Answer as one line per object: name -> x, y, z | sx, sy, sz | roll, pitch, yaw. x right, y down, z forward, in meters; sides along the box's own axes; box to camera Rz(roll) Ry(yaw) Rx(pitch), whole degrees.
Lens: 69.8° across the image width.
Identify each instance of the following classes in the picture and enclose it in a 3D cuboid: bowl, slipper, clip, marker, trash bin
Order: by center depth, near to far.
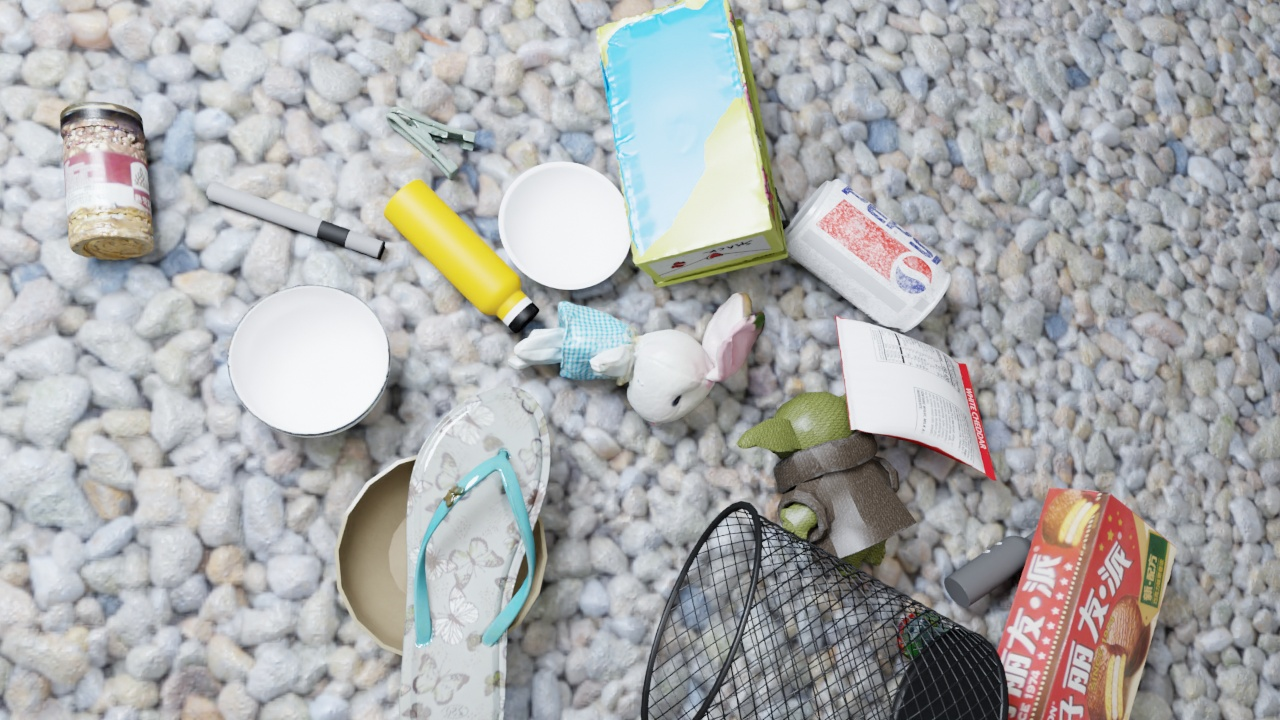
slipper -> -0.124, 0.145, 0.645 | 0.098, 0.055, 0.268 | 10, 78, -9
trash bin -> 0.134, 0.230, 0.672 | 0.210, 0.184, 0.183 | 25, 74, -8
bowl -> -0.150, 0.146, 0.693 | 0.152, 0.050, 0.152 | 3, 78, -13
bowl -> -0.246, 0.004, 0.694 | 0.113, 0.063, 0.113 | 3, 78, -13
marker -> -0.276, -0.112, 0.737 | 0.140, 0.016, 0.016 | 19, 75, -8
bowl -> -0.065, -0.107, 0.772 | 0.110, 0.041, 0.109 | 3, 78, -13
clip -> -0.180, -0.190, 0.773 | 0.076, 0.023, 0.059 | 29, 72, -8

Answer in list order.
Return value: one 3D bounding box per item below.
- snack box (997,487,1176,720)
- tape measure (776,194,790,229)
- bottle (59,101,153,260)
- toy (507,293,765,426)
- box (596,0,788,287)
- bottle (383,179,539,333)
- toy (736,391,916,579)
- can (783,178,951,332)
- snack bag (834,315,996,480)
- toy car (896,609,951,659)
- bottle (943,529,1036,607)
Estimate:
snack box -> 0.368, 0.236, 0.775 | 0.113, 0.060, 0.236 | 34, 71, -25
tape measure -> 0.091, -0.136, 0.816 | 0.064, 0.037, 0.065 | -22, 82, -17
bottle -> -0.401, -0.134, 0.691 | 0.056, 0.056, 0.105 | -7, 80, -15
toy -> -0.004, 0.004, 0.740 | 0.205, 0.131, 0.106 | -3, 99, -2
box -> 0.042, -0.185, 0.769 | 0.124, 0.080, 0.220 | -14, 75, 15
bottle -> -0.143, -0.082, 0.747 | 0.143, 0.043, 0.043 | 45, 72, -1
toy -> 0.159, 0.100, 0.760 | 0.179, 0.078, 0.152 | -14, 76, -40
can -> 0.198, -0.092, 0.811 | 0.136, 0.078, 0.078 | 37, 73, -3
snack bag -> 0.236, 0.028, 0.789 | 0.144, 0.039, 0.130 | 19, 46, -16
toy car -> 0.258, 0.247, 0.774 | 0.091, 0.036, 0.042 | 34, 73, -5
bottle -> 0.320, 0.176, 0.807 | 0.112, 0.030, 0.030 | -27, 85, -17
